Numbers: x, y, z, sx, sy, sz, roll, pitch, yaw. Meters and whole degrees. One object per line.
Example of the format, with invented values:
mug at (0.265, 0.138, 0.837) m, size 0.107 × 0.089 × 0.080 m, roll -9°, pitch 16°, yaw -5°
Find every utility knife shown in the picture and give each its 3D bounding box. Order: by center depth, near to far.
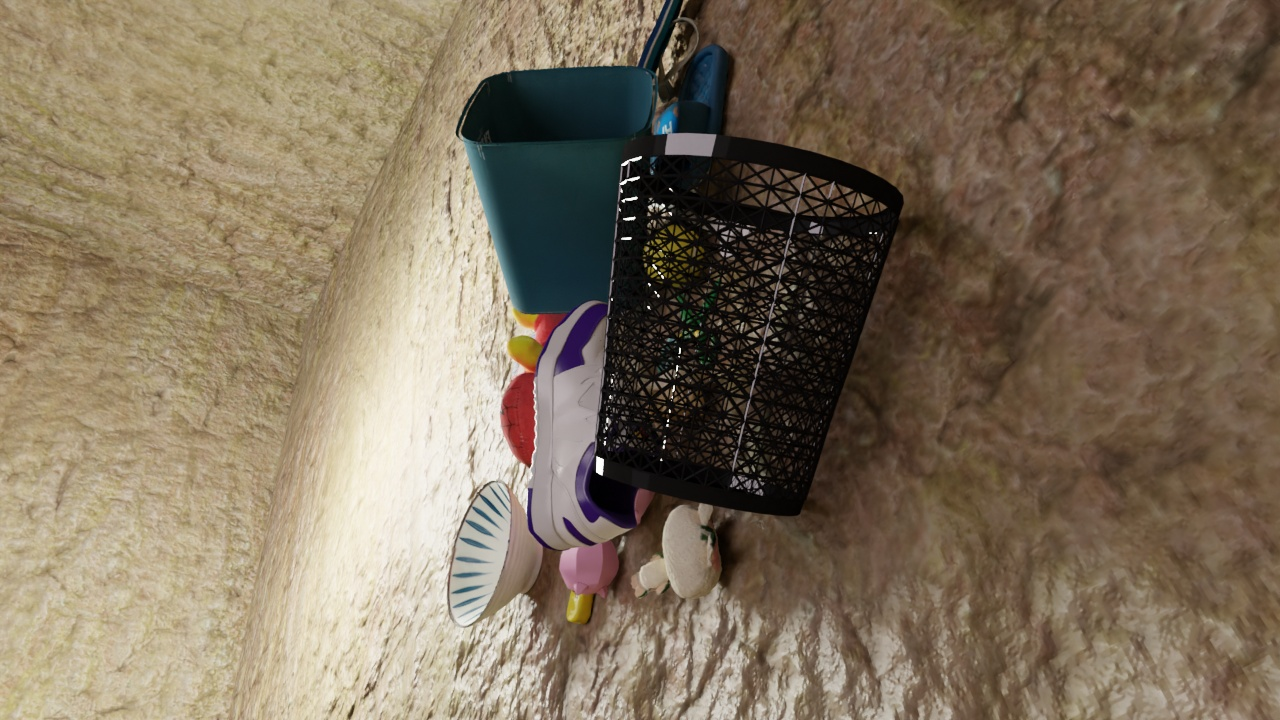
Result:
utility knife at (-0.049, 0.179, 0.985) m, size 0.029 × 0.020 × 0.202 m, roll -19°, pitch 55°, yaw 55°

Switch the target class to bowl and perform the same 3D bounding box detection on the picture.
bowl at (-0.165, 0.237, 1.104) m, size 0.178 × 0.070 × 0.177 m, roll -41°, pitch 38°, yaw 43°

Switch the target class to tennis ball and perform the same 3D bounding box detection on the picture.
tennis ball at (0.035, -0.110, 0.966) m, size 0.065 × 0.065 × 0.065 m, roll -41°, pitch 38°, yaw 44°

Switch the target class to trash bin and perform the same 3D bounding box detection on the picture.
trash bin at (0.068, -0.020, 0.706) m, size 0.217 × 0.216 × 0.243 m, roll 10°, pitch 88°, yaw 63°
trash bin at (-0.076, -0.182, 1.005) m, size 0.196 × 0.199 × 0.219 m, roll -84°, pitch -8°, yaw -52°

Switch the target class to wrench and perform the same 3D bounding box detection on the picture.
wrench at (0.058, -0.161, 1.020) m, size 0.047 × 0.009 × 0.273 m, roll -65°, pitch 27°, yaw 10°

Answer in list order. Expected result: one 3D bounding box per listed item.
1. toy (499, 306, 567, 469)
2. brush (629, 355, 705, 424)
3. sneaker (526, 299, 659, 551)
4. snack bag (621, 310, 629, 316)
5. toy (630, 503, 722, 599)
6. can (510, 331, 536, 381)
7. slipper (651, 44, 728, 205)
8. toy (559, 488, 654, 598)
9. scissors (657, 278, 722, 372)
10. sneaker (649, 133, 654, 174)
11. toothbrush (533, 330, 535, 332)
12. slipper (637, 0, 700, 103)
toy at (-0.103, 0.033, 1.074) m, size 0.099 × 0.147 × 0.215 m, roll -19°, pitch 49°, yaw 26°
brush at (-0.006, 0.006, 0.965) m, size 0.272 × 0.062 × 0.077 m, roll 34°, pitch 109°, yaw 62°
sneaker at (-0.033, 0.053, 0.844) m, size 0.111 × 0.091 × 0.243 m, roll -9°, pitch 67°, yaw 41°
snack bag at (-0.040, -0.086, 1.125) m, size 0.077 × 0.036 × 0.115 m, roll -57°, pitch 29°, yaw 23°
toy at (0.039, 0.166, 0.790) m, size 0.113 × 0.050 × 0.087 m, roll -57°, pitch 29°, yaw 31°
can at (-0.133, 0.001, 1.222) m, size 0.100 × 0.054 × 0.059 m, roll -18°, pitch 59°, yaw 58°
slipper at (0.049, -0.273, 1.058) m, size 0.104 × 0.059 × 0.213 m, roll -19°, pitch 52°, yaw 58°
toy at (-0.036, 0.155, 0.925) m, size 0.124 × 0.067 × 0.157 m, roll -28°, pitch 53°, yaw 51°
scissors at (0.051, -0.028, 0.943) m, size 0.132 × 0.011 × 0.125 m, roll -54°, pitch 32°, yaw 30°
sneaker at (-0.047, -0.260, 1.201) m, size 0.236 × 0.079 × 0.087 m, roll 16°, pitch 81°, yaw 64°
toothbrush at (-0.156, 0.019, 1.296) m, size 0.017 × 0.016 × 0.189 m, roll -20°, pitch 55°, yaw 49°
slipper at (0.032, -0.373, 1.148) m, size 0.118 × 0.060 × 0.294 m, roll 118°, pitch 171°, yaw -53°
